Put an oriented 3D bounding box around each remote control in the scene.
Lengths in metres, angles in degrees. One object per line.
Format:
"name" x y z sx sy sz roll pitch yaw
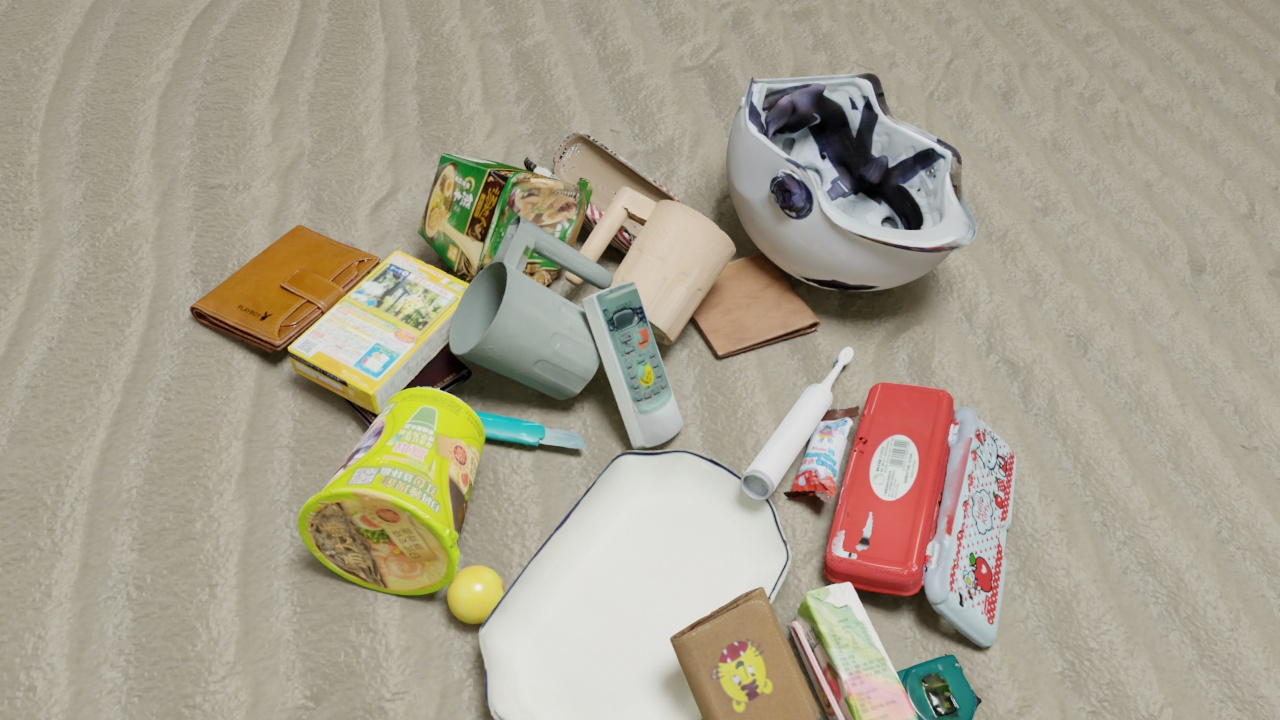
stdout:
"remote control" -0.004 0.004 0.756 0.056 0.019 0.135 -25 98 -48

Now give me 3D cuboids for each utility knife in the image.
"utility knife" -0.136 0.053 0.751 0.185 0.013 0.029 9 47 2

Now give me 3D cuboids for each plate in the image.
"plate" 0.000 0.175 0.662 0.162 0.034 0.264 29 51 13

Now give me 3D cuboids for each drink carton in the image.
"drink carton" 0.147 0.222 0.637 0.045 0.054 0.122 -10 52 -17

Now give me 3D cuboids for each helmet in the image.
"helmet" 0.187 -0.158 0.897 0.228 0.146 0.258 -20 65 -37

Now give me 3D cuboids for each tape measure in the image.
"tape measure" 0.211 0.239 0.653 0.058 0.025 0.054 -11 52 -18

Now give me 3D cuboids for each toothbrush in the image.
"toothbrush" 0.142 0.044 0.781 0.027 0.026 0.220 41 43 4

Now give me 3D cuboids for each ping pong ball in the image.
"ping pong ball" -0.116 0.165 0.645 0.040 0.040 0.040 5 50 -6

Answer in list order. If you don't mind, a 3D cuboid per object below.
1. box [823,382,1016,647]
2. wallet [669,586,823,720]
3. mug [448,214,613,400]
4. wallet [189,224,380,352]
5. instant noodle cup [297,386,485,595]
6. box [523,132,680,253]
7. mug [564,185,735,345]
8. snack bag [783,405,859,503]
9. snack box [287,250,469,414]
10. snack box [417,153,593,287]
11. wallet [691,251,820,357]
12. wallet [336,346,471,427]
"box" 0.237 0.113 0.742 0.158 0.069 0.200 23 51 4
"wallet" 0.075 0.219 0.607 0.090 0.033 0.115 -17 79 -38
"mug" -0.083 -0.040 0.755 0.103 0.084 0.124 29 81 -32
"wallet" -0.301 -0.061 0.801 0.119 0.035 0.130 18 48 23
"instant noodle cup" -0.167 0.086 0.664 0.112 0.112 0.123 14 42 1
"box" -0.036 -0.171 0.915 0.162 0.075 0.086 37 84 22
"mug" 0.006 -0.088 0.827 0.125 0.084 0.103 31 81 14
"snack bag" 0.154 0.079 0.771 0.045 0.026 0.105 -13 36 39
"snack box" -0.210 -0.027 0.762 0.087 0.034 0.140 25 54 15
"snack box" -0.131 -0.132 0.830 0.106 0.118 0.118 32 20 26
"wallet" 0.099 -0.054 0.882 0.115 0.020 0.101 -17 55 -20
"wallet" -0.217 0.000 0.771 0.122 0.020 0.096 38 56 26
